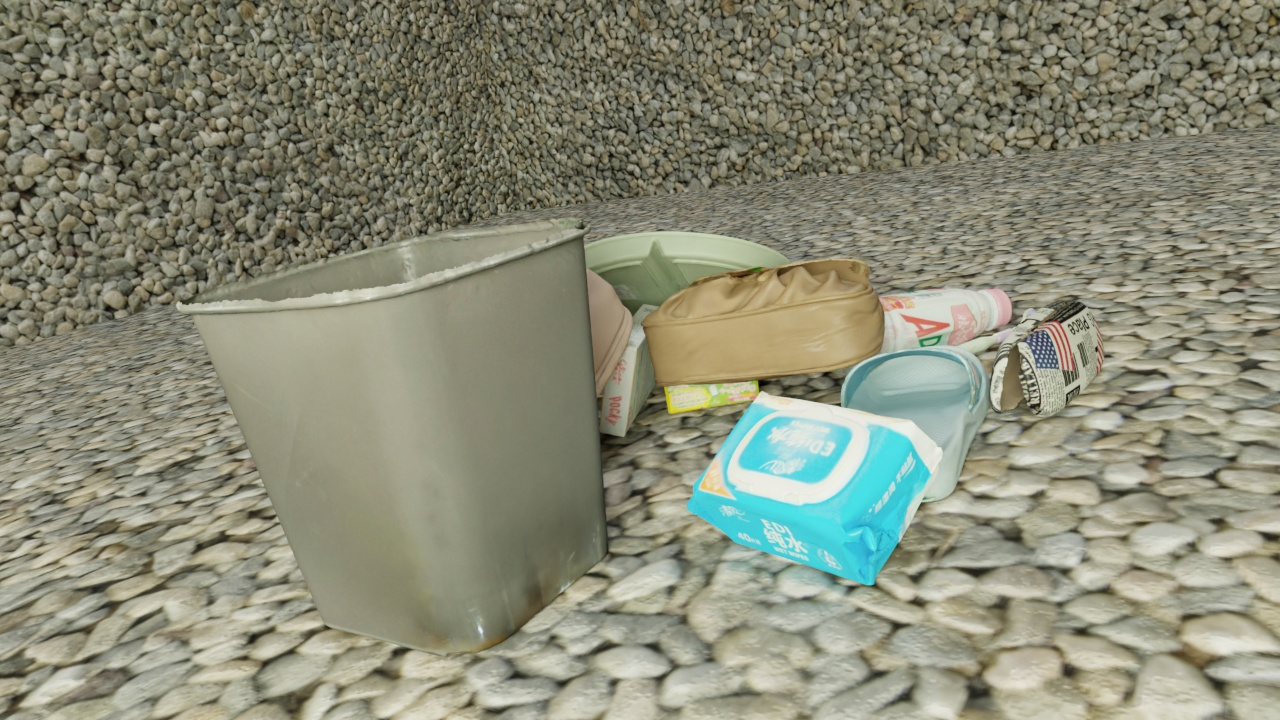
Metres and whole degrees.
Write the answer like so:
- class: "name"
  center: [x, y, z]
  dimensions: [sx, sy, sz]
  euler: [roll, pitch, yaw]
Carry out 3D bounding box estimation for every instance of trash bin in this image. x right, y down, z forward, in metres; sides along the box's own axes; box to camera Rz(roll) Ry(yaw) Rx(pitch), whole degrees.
- class: "trash bin"
  center: [-0.128, 0.039, 0.569]
  dimensions: [0.199, 0.220, 0.198]
  euler: [0, 19, 34]

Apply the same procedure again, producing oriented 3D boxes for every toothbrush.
- class: "toothbrush"
  center: [0.313, -0.014, 0.867]
  dimensions: [0.189, 0.029, 0.020]
  euler: [-18, -25, -23]

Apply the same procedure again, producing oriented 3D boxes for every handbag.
- class: "handbag"
  center: [-0.125, 0.019, 0.809]
  dimensions: [0.235, 0.093, 0.192]
  euler: [-15, 41, 55]
- class: "handbag"
  center: [0.107, -0.036, 0.793]
  dimensions: [0.205, 0.100, 0.147]
  euler: [-6, 11, 29]

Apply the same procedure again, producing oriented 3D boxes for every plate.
- class: "plate"
  center: [0.038, -0.076, 0.911]
  dimensions: [0.230, 0.027, 0.230]
  euler: [2, -14, 0]

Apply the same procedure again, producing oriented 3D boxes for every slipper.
- class: "slipper"
  center: [0.194, 0.031, 0.672]
  dimensions: [0.104, 0.074, 0.244]
  euler: [-4, 17, 25]

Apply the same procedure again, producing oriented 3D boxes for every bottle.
- class: "bottle"
  center: [0.268, -0.035, 0.891]
  dimensions: [0.196, 0.068, 0.068]
  euler: [-11, 14, -18]

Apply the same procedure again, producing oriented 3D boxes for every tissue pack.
- class: "tissue pack"
  center: [0.101, 0.071, 0.548]
  dimensions: [0.140, 0.063, 0.089]
  euler: [9, 53, 49]

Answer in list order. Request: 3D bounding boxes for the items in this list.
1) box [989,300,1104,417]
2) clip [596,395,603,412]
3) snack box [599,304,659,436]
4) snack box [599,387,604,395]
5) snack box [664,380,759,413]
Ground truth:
- class: "box"
  center: [0.335, -0.005, 0.729]
  dimensions: [0.076, 0.075, 0.163]
  euler: [11, 23, 42]
- class: "clip"
  center: [-0.089, 0.048, 0.881]
  dimensions: [0.104, 0.034, 0.076]
  euler: [11, 22, 35]
- class: "snack box"
  center: [-0.005, 0.005, 0.872]
  dimensions: [0.027, 0.085, 0.156]
  euler: [11, 19, 9]
- class: "snack box"
  center: [-0.107, 0.013, 0.929]
  dimensions: [0.156, 0.077, 0.027]
  euler: [-8, 15, 8]
- class: "snack box"
  center: [0.067, 0.012, 0.906]
  dimensions: [0.087, 0.034, 0.140]
  euler: [-8, 16, 3]
